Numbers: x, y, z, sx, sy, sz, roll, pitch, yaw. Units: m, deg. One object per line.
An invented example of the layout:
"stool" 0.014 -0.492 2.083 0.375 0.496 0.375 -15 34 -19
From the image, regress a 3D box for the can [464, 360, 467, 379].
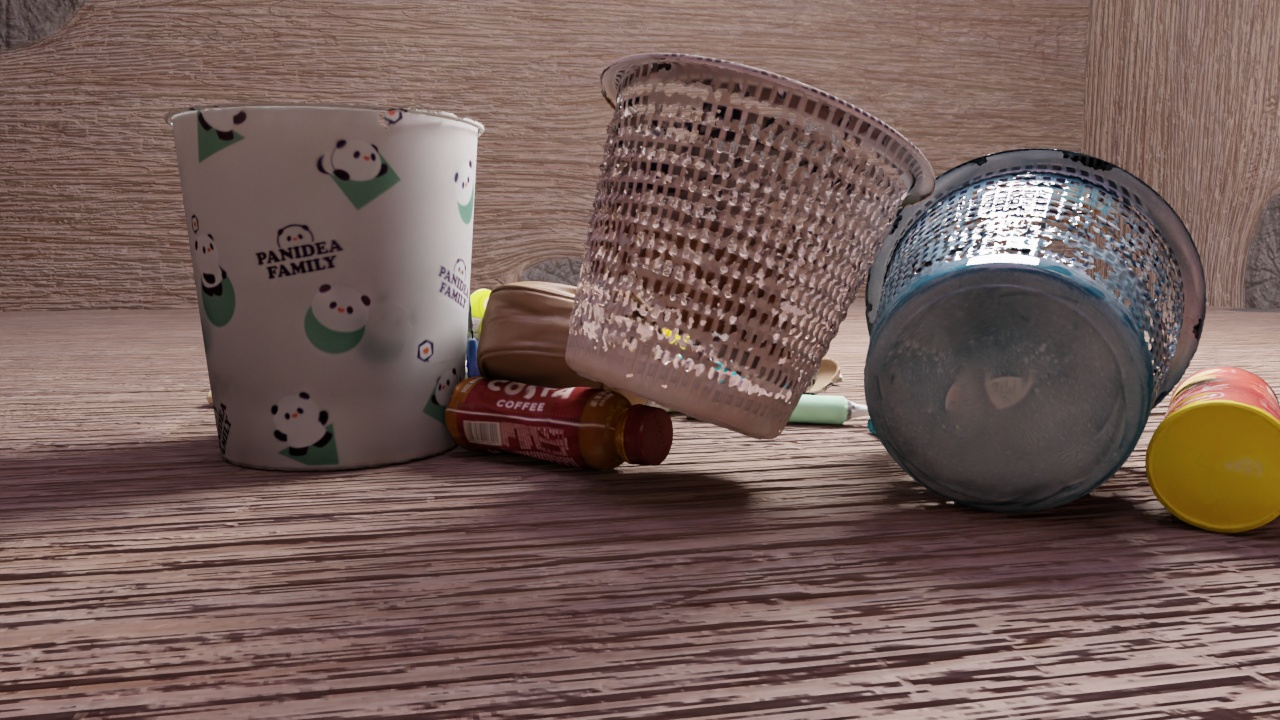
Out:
"can" -0.117 0.021 0.895 0.132 0.053 0.053 -5 8 -36

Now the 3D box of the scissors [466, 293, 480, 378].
"scissors" -0.150 -0.027 0.807 0.012 0.174 0.108 -5 -15 -12

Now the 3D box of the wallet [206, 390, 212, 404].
"wallet" -0.369 0.033 0.947 0.115 0.024 0.087 0 12 10

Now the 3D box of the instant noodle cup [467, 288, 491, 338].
"instant noodle cup" -0.136 -0.019 1.060 0.123 0.112 0.111 11 10 20

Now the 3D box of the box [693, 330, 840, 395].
"box" 0.135 0.003 0.985 0.163 0.076 0.087 4 5 41

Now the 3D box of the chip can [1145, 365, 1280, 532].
"chip can" 0.367 0.046 0.578 0.073 0.073 0.216 4 8 33

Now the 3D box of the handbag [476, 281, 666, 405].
"handbag" -0.057 -0.008 0.762 0.148 0.099 0.205 7 -15 -3

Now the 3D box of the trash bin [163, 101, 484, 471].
"trash bin" -0.234 -0.057 0.713 0.229 0.252 0.229 -1 6 0

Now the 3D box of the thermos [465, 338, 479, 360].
"thermos" -0.230 0.019 0.929 0.242 0.068 0.090 -3 -25 -38

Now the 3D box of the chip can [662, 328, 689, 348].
"chip can" -0.045 -0.013 1.109 0.214 0.072 0.072 3 8 26

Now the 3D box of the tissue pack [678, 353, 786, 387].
"tissue pack" 0.073 0.019 0.922 0.134 0.050 0.093 7 8 44

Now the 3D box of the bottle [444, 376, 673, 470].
"bottle" -0.060 0.046 0.661 0.175 0.057 0.057 5 8 33

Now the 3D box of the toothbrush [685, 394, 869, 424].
"toothbrush" 0.150 0.043 0.818 0.225 0.026 0.027 1 -15 15

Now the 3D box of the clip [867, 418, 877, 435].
"clip" 0.204 0.057 0.755 0.039 0.014 0.056 -1 6 -14

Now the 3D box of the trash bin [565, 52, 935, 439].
"trash bin" 0.050 -0.061 0.599 0.227 0.192 0.227 20 -1 0

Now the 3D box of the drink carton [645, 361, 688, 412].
"drink carton" -0.005 0.005 0.893 0.053 0.046 0.122 0 31 -45

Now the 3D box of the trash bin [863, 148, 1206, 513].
"trash bin" 0.237 -0.009 0.587 0.227 0.227 0.194 3 20 26

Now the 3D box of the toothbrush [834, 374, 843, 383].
"toothbrush" 0.153 0.016 1.102 0.188 0.016 0.017 4 16 34
